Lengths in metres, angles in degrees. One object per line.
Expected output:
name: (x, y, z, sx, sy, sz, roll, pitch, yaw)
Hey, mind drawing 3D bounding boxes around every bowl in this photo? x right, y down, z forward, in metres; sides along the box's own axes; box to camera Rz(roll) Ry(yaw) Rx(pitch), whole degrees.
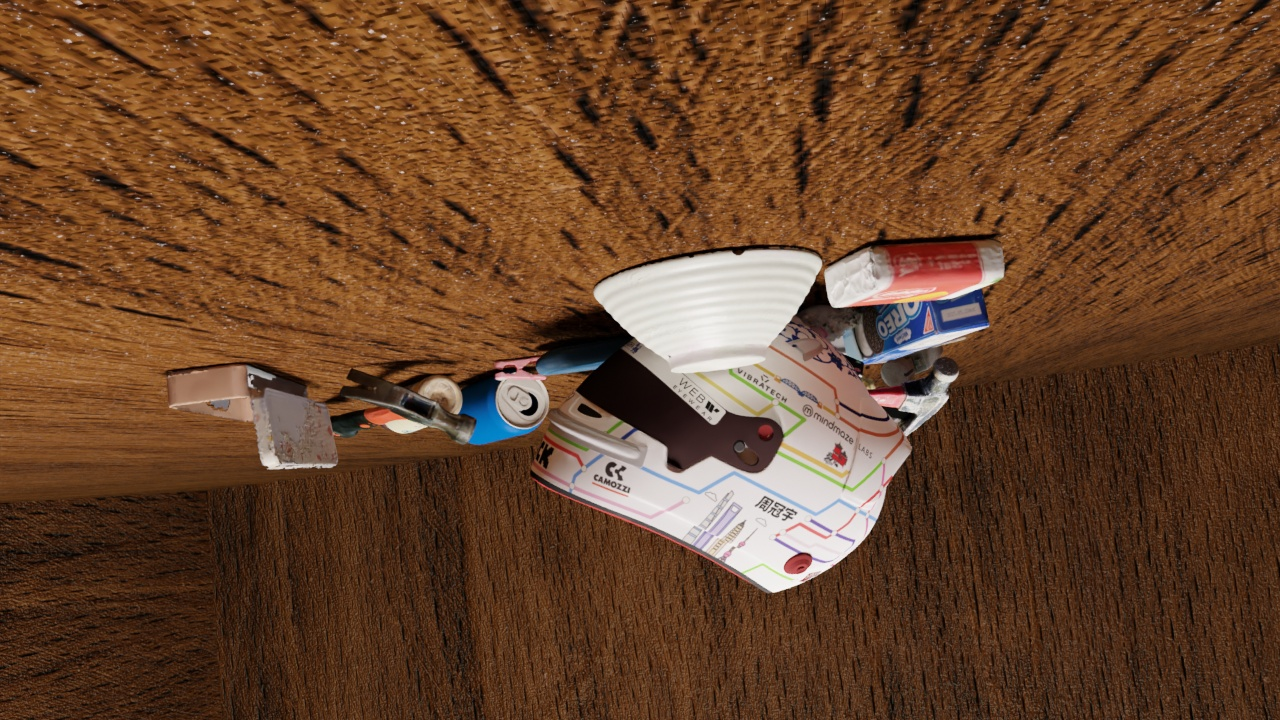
bowl: (0.055, -0.030, 0.707, 0.177, 0.071, 0.177, -7, 173, -1)

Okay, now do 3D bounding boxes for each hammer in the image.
hammer: (0.179, 0.049, 1.025, 0.326, 0.036, 0.141, -1, 145, -10)
hammer: (0.253, 0.001, 1.218, 0.125, 0.036, 0.317, -33, -164, -36)
hammer: (-0.310, 0.066, 1.056, 0.133, 0.033, 0.334, 28, 159, -26)

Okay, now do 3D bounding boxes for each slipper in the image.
slipper: (-0.006, 0.006, 0.983, 0.213, 0.059, 0.104, -4, 175, -15)

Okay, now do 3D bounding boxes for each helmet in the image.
helmet: (0.083, 0.064, 0.846, 0.314, 0.236, 0.231, 27, -179, -11)

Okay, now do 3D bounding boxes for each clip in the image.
clip: (-0.133, 0.015, 1.017, 0.058, 0.037, 0.022, -2, 176, -9)

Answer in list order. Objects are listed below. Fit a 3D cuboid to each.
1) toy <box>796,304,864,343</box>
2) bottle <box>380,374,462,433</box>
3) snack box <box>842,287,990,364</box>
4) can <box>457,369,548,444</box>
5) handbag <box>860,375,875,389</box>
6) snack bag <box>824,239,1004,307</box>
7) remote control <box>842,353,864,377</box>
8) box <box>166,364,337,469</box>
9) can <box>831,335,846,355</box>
toy: (0.163, -0.033, 0.929, 0.109, 0.041, 0.096, -1, 174, -3)
bottle: (-0.275, 0.057, 1.115, 0.056, 0.056, 0.162, -2, 171, -36)
snack box: (0.264, -0.037, 0.914, 0.059, 0.059, 0.226, -9, 174, -8)
can: (-0.177, 0.059, 1.140, 0.078, 0.079, 0.146, -3, 172, -33)
handbag: (0.159, 0.036, 1.111, 0.232, 0.088, 0.191, 20, 142, -36)
snack bag: (0.209, -0.067, 0.709, 0.115, 0.036, 0.077, -5, 173, -17)
remote control: (0.174, -0.009, 0.967, 0.125, 0.010, 0.039, 20, -153, 8)
box: (-0.380, 0.063, 0.915, 0.105, 0.096, 0.216, -2, 173, -4)
can: (0.235, -0.019, 1.081, 0.044, 0.044, 0.106, -9, 173, 11)
